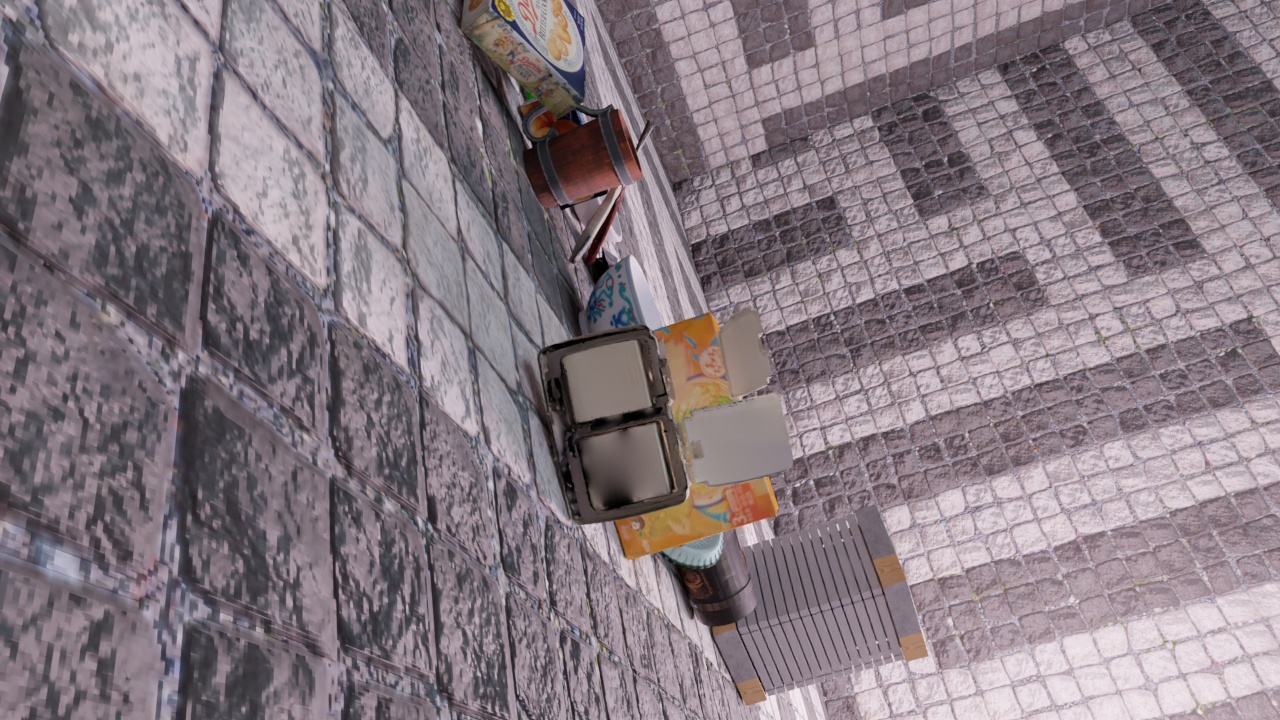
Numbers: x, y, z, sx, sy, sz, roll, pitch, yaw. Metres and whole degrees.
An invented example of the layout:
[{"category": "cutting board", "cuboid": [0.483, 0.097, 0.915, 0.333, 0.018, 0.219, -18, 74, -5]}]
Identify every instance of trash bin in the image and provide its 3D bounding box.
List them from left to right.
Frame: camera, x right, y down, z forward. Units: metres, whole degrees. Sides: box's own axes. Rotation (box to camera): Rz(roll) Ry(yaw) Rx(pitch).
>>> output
[{"category": "trash bin", "cuboid": [0.226, 0.324, 1.216, 0.142, 0.247, 0.142, -94, 163, -59]}]

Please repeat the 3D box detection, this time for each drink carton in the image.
[{"category": "drink carton", "cuboid": [-0.086, -0.246, 1.069, 0.040, 0.064, 0.130, -89, 160, -66]}]

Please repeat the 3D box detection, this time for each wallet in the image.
[{"category": "wallet", "cuboid": [-0.036, -0.094, 1.192, 0.115, 0.026, 0.089, 15, 57, -80]}]

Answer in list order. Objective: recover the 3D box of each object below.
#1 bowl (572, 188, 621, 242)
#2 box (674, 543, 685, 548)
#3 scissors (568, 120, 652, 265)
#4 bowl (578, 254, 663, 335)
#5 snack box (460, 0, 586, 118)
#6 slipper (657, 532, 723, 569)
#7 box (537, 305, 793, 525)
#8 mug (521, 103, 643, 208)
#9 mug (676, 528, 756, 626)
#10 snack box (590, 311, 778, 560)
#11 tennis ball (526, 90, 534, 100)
[{"category": "bowl", "cuboid": [-0.069, -0.219, 1.194, 0.149, 0.043, 0.149, -18, 89, -82]}, {"category": "box", "cuboid": [0.039, 0.096, 0.930, 0.067, 0.056, 0.187, -177, -83, -77]}, {"category": "scissors", "cuboid": [-0.037, -0.180, 1.069, 0.178, 0.015, 0.199, -59, 176, -44]}, {"category": "bowl", "cuboid": [-0.021, -0.034, 0.991, 0.144, 0.074, 0.144, -18, 89, -82]}, {"category": "snack box", "cuboid": [-0.117, -0.350, 0.956, 0.145, 0.043, 0.144, 36, 40, -42]}, {"category": "slipper", "cuboid": [0.047, 0.103, 1.030, 0.116, 0.070, 0.275, 16, 44, -24]}, {"category": "box", "cuboid": [0.021, 0.042, 0.721, 0.080, 0.180, 0.143, 21, 58, -80]}, {"category": "mug", "cuboid": [-0.067, -0.232, 0.995, 0.081, 0.111, 0.117, 21, 51, -79]}, {"category": "mug", "cuboid": [0.077, 0.237, 1.073, 0.116, 0.080, 0.107, 15, -53, 68]}, {"category": "snack box", "cuboid": [0.033, 0.070, 0.865, 0.080, 0.145, 0.195, 19, 53, -79]}, {"category": "tennis ball", "cuboid": [-0.105, -0.323, 1.112, 0.065, 0.065, 0.065, -18, 89, -82]}]
